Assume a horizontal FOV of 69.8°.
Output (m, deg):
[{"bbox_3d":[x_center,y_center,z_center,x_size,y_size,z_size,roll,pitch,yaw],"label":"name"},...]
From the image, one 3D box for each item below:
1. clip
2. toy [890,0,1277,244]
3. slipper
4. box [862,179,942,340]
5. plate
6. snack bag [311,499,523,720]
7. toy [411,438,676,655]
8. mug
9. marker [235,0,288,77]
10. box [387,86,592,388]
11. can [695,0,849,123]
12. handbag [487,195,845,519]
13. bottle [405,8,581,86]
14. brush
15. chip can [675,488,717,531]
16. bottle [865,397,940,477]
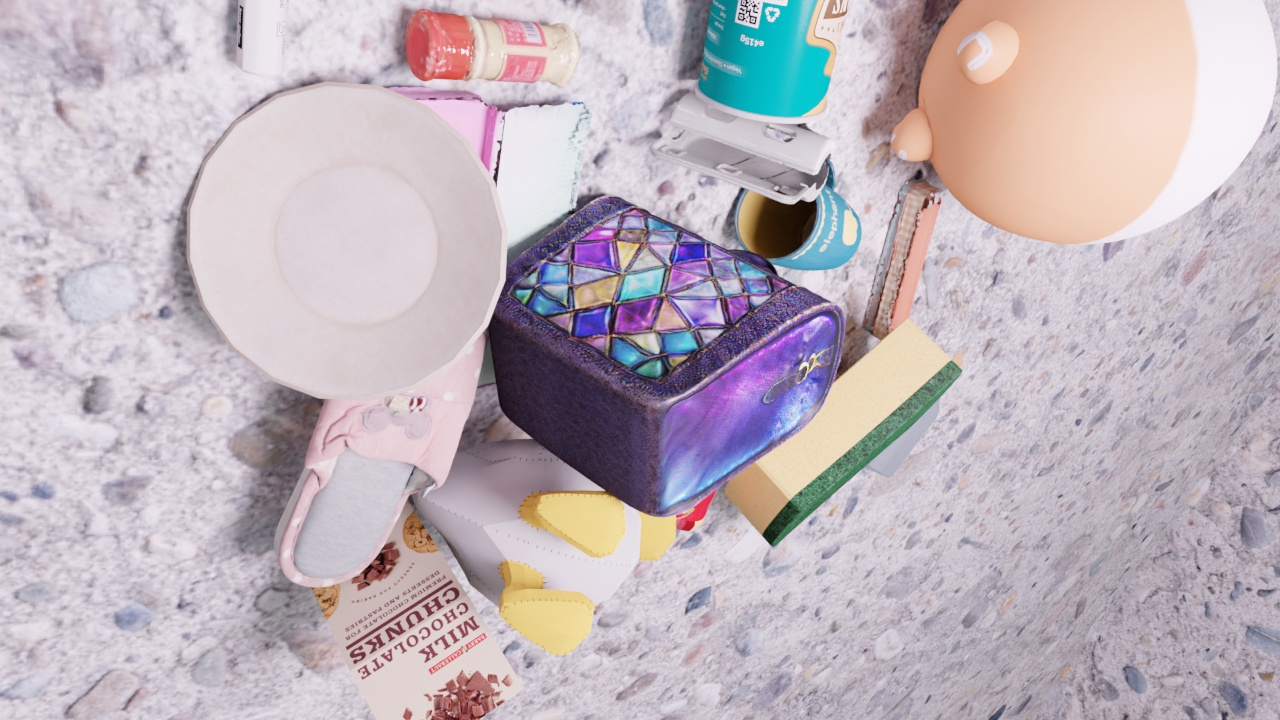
[{"bbox_3d":[0.094,-0.173,0.707,0.147,0.125,0.082,-43,152,-43],"label":"clip"},{"bbox_3d":[0.368,-0.233,0.786,0.280,0.265,0.263,-8,161,-14],"label":"toy"},{"bbox_3d":[-0.176,0.051,0.643,0.114,0.054,0.275,10,112,-45],"label":"slipper"},{"bbox_3d":[0.282,-0.100,0.974,0.058,0.053,0.187,2,125,-3],"label":"box"},{"bbox_3d":[-0.176,-0.071,0.560,0.188,0.027,0.189,0,97,-3],"label":"plate"},{"bbox_3d":[-0.178,0.201,0.702,0.094,0.206,0.070,-31,137,-17],"label":"snack bag"},{"bbox_3d":[-0.074,0.132,0.758,0.246,0.267,0.141,19,92,-8],"label":"toy"},{"bbox_3d":[0.148,-0.134,0.815,0.104,0.085,0.112,8,88,-50],"label":"mug"},{"bbox_3d":[-0.199,-0.216,0.488,0.025,0.025,0.126,-7,126,-37],"label":"marker"},{"bbox_3d":[-0.118,-0.078,0.659,0.158,0.035,0.231,-10,127,-33],"label":"box"},{"bbox_3d":[0.099,-0.256,0.650,0.099,0.099,0.144,-15,130,-31],"label":"can"},{"bbox_3d":[0.022,-0.019,0.672,0.221,0.205,0.126,-37,143,-33],"label":"handbag"},{"bbox_3d":[-0.092,-0.196,0.582,0.108,0.044,0.044,-10,128,-36],"label":"bottle"},{"bbox_3d":[0.208,0.082,0.970,0.250,0.075,0.195,-38,163,-13],"label":"brush"},{"bbox_3d":[0.070,0.055,0.887,0.087,0.087,0.214,12,113,-45],"label":"chip can"},{"bbox_3d":[0.338,0.069,1.154,0.072,0.046,0.161,23,106,-47],"label":"bottle"}]
